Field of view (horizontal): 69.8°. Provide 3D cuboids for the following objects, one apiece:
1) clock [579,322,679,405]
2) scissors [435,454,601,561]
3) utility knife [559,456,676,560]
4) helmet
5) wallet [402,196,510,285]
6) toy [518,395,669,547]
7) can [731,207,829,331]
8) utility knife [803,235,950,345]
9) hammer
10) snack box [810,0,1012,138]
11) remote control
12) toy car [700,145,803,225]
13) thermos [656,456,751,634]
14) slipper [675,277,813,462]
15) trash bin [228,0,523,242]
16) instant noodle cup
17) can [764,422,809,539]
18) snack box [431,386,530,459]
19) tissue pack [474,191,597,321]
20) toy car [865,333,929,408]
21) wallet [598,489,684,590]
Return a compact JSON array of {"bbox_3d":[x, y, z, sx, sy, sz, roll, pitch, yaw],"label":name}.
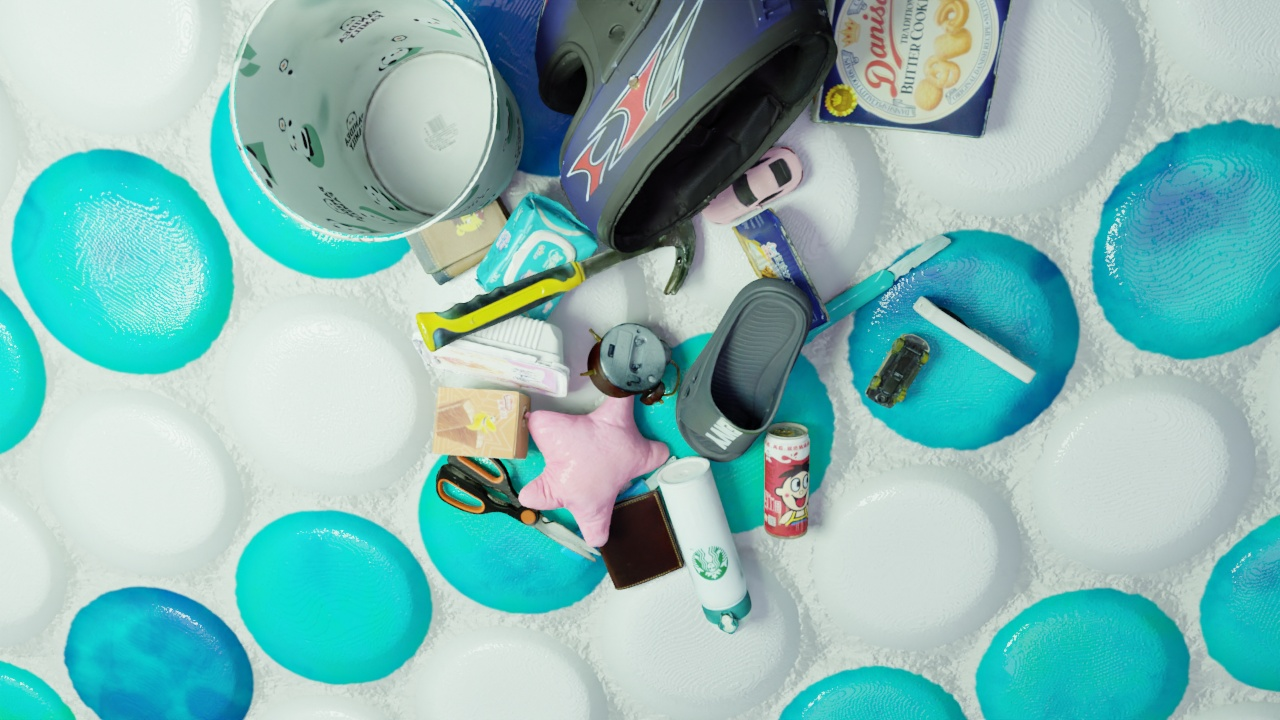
[{"bbox_3d":[-0.006,0.006,1.057,0.122,0.055,0.082,18,70,-21],"label":"clock"},{"bbox_3d":[-0.156,0.195,1.147,0.143,0.021,0.235,-35,98,17],"label":"scissors"},{"bbox_3d":[-0.024,0.186,1.150,0.194,0.018,0.034,-43,100,13],"label":"utility knife"},{"bbox_3d":[0.015,-0.290,0.880,0.316,0.247,0.240,-44,73,18],"label":"helmet"},{"bbox_3d":[-0.205,-0.149,1.045,0.115,0.033,0.090,-27,104,8],"label":"wallet"},{"bbox_3d":[-0.060,0.106,1.085,0.178,0.075,0.194,40,80,-21],"label":"toy"},{"bbox_3d":[0.157,-0.095,1.020,0.049,0.074,0.148,-28,106,8],"label":"can"},{"bbox_3d":[0.255,-0.076,1.051,0.223,0.013,0.029,-34,101,15],"label":"utility knife"},{"bbox_3d":[-0.082,-0.086,0.989,0.322,0.032,0.126,-25,106,-17],"label":"hammer"},{"bbox_3d":[0.279,-0.330,0.951,0.182,0.045,0.178,5,108,1],"label":"snack box"},{"bbox_3d":[0.377,-0.025,1.038,0.150,0.058,0.021,32,104,-8],"label":"remote control"},{"bbox_3d":[0.120,-0.192,1.010,0.122,0.037,0.056,-26,103,12],"label":"toy car"},{"bbox_3d":[0.084,0.232,1.126,0.073,0.073,0.224,-16,108,8],"label":"thermos"},{"bbox_3d":[0.106,0.030,1.024,0.110,0.083,0.269,22,130,0],"label":"slipper"},{"bbox_3d":[-0.225,-0.230,0.890,0.229,0.251,0.229,1,98,4],"label":"trash bin"},{"bbox_3d":[-0.161,-0.015,1.042,0.173,0.138,0.060,11,74,-1],"label":"instant noodle cup"},{"bbox_3d":[0.176,0.145,1.106,0.053,0.053,0.133,-1,108,3],"label":"can"},{"bbox_3d":[-0.183,0.075,1.073,0.094,0.093,0.077,3,83,2],"label":"snack box"},{"bbox_3d":[-0.115,-0.116,1.027,0.093,0.050,0.134,26,108,-30],"label":"tissue pack"},{"bbox_3d":[0.298,0.010,1.065,0.042,0.035,0.090,26,107,-7],"label":"toy car"},{"bbox_3d":[-0.006,0.225,1.148,0.096,0.020,0.122,-19,115,-1],"label":"wallet"}]
